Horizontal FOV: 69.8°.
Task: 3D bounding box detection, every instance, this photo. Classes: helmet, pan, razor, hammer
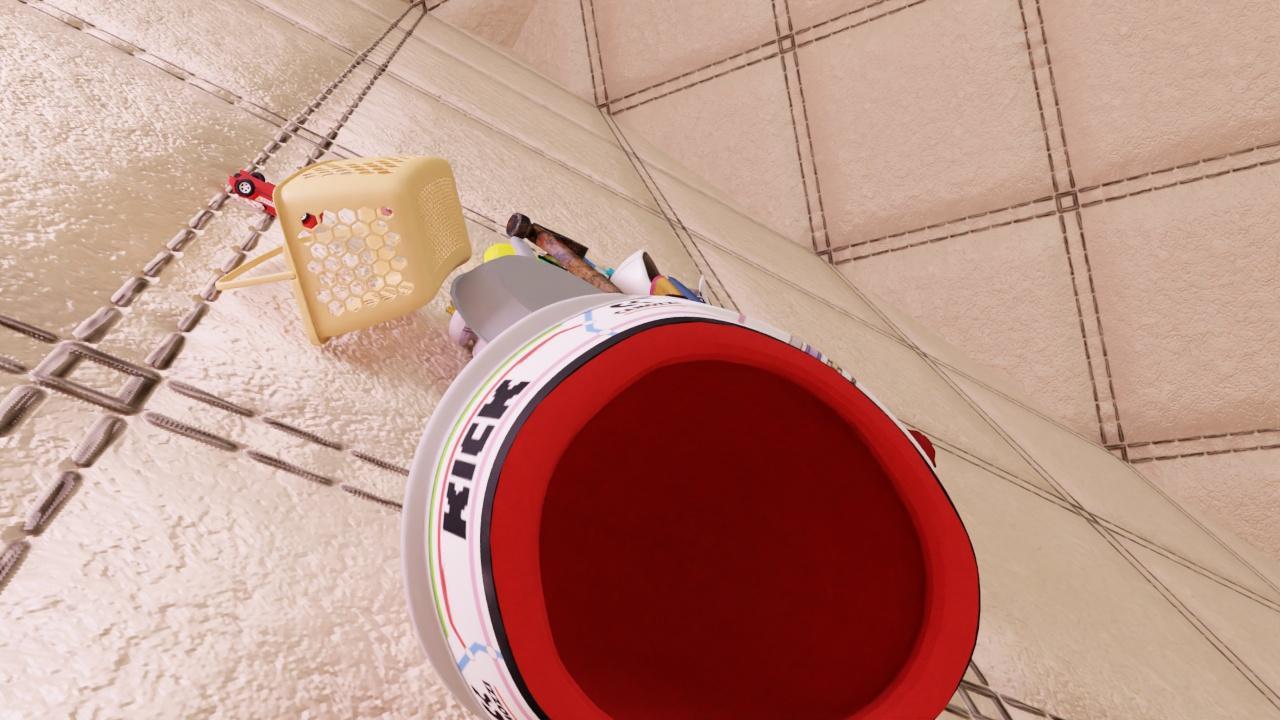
[{"bbox_3d":[0.011,0.092,0.468,0.314,0.230,0.236,26,-14,-29],"label":"helmet"},{"bbox_3d":[-0.085,-0.065,0.861,0.200,0.051,0.356,23,21,-25],"label":"pan"},{"bbox_3d":[-0.119,-0.150,1.264,0.044,0.021,0.144,27,16,-12],"label":"razor"},{"bbox_3d":[-0.049,-0.093,1.085,0.120,0.033,0.330,19,16,-37],"label":"hammer"}]

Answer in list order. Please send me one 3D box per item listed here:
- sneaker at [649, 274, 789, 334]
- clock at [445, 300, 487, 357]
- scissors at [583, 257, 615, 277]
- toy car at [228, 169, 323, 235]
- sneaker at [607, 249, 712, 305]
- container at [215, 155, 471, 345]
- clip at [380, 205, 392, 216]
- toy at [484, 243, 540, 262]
[{"bbox_3d":[0.091,-0.009,0.972,0.091,0.116,0.241,-17,50,-22],"label":"sneaker"},{"bbox_3d":[-0.112,-0.020,0.856,0.158,0.059,0.116,37,18,19],"label":"clock"},{"bbox_3d":[-0.066,-0.130,1.292,0.119,0.014,0.129,30,12,4],"label":"scissors"},{"bbox_3d":[-0.350,-0.154,0.885,0.089,0.025,0.038,26,18,-13],"label":"toy car"},{"bbox_3d":[0.073,-0.058,1.185,0.245,0.097,0.091,38,19,4],"label":"sneaker"},{"bbox_3d":[-0.243,-0.100,0.759,0.167,0.129,0.183,-9,19,6],"label":"container"},{"bbox_3d":[-0.292,-0.183,1.045,0.060,0.045,0.023,35,9,-38],"label":"clip"},{"bbox_3d":[-0.139,-0.102,1.065,0.095,0.041,0.094,13,31,-46],"label":"toy"}]
